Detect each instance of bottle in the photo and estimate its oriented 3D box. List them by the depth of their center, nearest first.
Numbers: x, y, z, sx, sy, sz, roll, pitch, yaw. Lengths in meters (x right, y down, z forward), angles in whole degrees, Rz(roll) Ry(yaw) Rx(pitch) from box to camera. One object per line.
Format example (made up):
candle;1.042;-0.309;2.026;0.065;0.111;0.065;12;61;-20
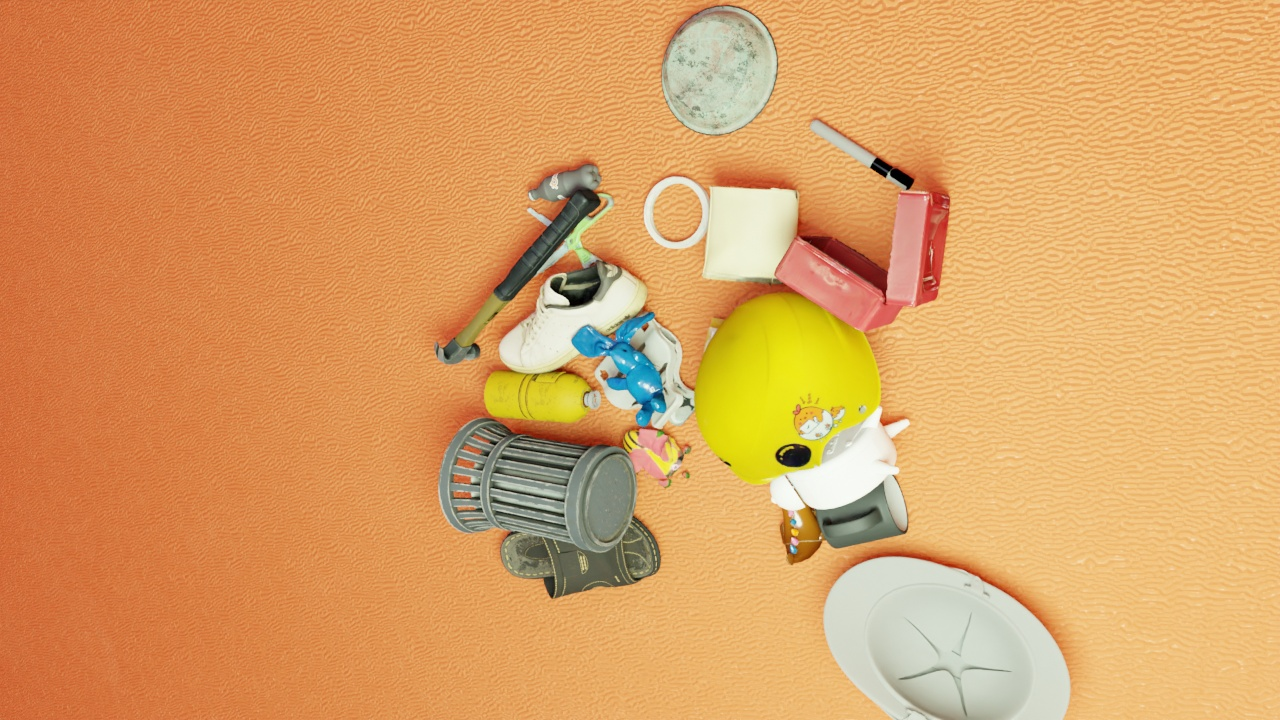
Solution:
bottle;-0.106;-0.240;1.259;0.110;0.036;0.036;-11;92;28
bottle;-0.134;0.050;1.296;0.164;0.071;0.071;2;98;27

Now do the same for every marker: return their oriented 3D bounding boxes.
marker;0.259;-0.243;1.081;0.140;0.016;0.016;38;112;18

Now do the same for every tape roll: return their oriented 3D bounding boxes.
tape roll;0.048;-0.193;1.199;0.093;0.013;0.093;4;99;27

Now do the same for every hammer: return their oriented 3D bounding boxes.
hammer;-0.175;-0.109;1.273;0.334;0.117;0.025;-46;78;23

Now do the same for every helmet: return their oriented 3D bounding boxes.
helmet;0.139;0.021;1.060;0.240;0.139;0.208;-44;35;21
helmet;0.351;0.343;1.068;0.271;0.118;0.183;23;77;28

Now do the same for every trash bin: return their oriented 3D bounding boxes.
trash bin;-0.133;0.172;1.248;0.228;0.164;0.164;5;100;31

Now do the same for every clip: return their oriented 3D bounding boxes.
clip;0.013;0.023;1.228;0.142;0.072;0.125;48;118;21

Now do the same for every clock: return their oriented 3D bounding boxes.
clock;0.227;0.110;1.080;0.161;0.125;0.073;-27;105;33

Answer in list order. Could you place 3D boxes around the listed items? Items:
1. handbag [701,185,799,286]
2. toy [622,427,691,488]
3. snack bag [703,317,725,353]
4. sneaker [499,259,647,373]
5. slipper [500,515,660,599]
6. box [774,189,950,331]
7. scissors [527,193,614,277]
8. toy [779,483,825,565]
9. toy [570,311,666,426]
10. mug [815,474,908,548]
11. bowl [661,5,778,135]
handbag;0.136;-0.152;1.126;0.111;0.081;0.119;7;99;19
toy;0.017;0.127;1.246;0.103;0.046;0.084;14;125;27
snack bag;0.095;-0.007;1.197;0.026;0.020;0.099;13;104;17
sneaker;-0.112;-0.062;1.239;0.242;0.102;0.088;-27;48;25
slipper;-0.096;0.277;1.306;0.268;0.075;0.113;-8;94;28
box;0.248;-0.110;1.028;0.169;0.156;0.154;4;97;26
scissors;-0.093;-0.163;1.276;0.172;0.022;0.174;-41;84;29
toy;0.190;0.203;1.134;0.071;0.102;0.090;-14;97;29
toy;-0.007;0.007;1.168;0.113;0.071;0.176;-41;56;16
mug;0.257;0.182;1.087;0.088;0.113;0.078;-20;89;28
bowl;0.090;-0.361;1.139;0.158;0.038;0.157;4;99;27
